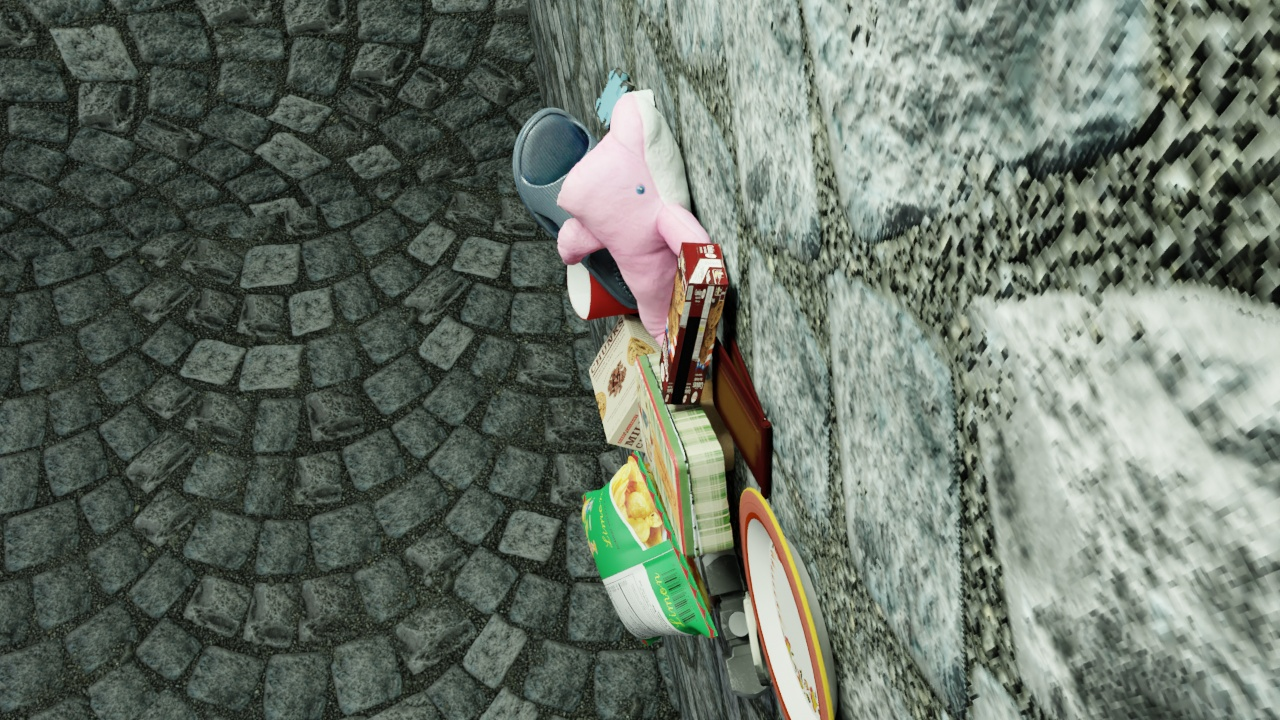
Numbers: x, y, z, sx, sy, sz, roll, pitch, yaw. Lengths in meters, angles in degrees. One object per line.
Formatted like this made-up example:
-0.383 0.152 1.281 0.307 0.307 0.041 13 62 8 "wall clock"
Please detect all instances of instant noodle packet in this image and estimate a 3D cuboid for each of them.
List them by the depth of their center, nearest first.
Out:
0.001 0.216 1.009 0.195 0.090 0.253 66 158 11 "instant noodle packet"

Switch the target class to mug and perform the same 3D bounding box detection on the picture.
-0.028 -0.111 1.088 0.080 0.096 0.117 -128 35 -50 "mug"

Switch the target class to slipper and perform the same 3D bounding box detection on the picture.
-0.037 -0.143 0.964 0.082 0.101 0.263 35 167 50 "slipper"

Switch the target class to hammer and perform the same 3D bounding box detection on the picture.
0.097 0.289 1.077 0.322 0.043 0.156 97 161 -81 "hammer"

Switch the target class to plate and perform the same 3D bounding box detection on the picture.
0.120 0.212 0.725 0.230 0.021 0.230 167 91 -85 "plate"

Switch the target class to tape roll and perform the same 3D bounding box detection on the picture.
0.068 0.067 0.919 0.094 0.027 0.094 167 91 -85 "tape roll"

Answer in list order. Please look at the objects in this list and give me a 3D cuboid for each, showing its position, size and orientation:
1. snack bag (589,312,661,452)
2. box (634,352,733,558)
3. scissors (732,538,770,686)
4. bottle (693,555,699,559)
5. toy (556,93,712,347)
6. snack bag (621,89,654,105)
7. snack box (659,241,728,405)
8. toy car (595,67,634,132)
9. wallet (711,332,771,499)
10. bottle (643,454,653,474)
-0.007 0.007 1.128 0.095 0.069 0.206 -58 29 28 "snack bag"
0.036 0.082 0.870 0.205 0.050 0.118 -113 11 -59 "box"
0.100 0.224 0.850 0.132 0.013 0.170 -87 -19 -51 "scissors"
0.045 0.199 1.124 0.111 0.099 0.099 -15 -86 -54 "bottle"
-0.011 -0.111 0.845 0.186 0.128 0.266 -115 8 -52 "toy"
-0.007 -0.221 1.016 0.225 0.041 0.077 127 133 -84 "snack bag"
0.043 -0.028 0.777 0.141 0.031 0.050 99 169 -45 "snack box"
-0.024 -0.292 1.038 0.060 0.027 0.107 -62 21 22 "toy car"
0.085 0.045 0.766 0.115 0.018 0.092 -110 10 -45 "wallet"
0.035 0.092 1.146 0.063 0.063 0.108 89 -179 -65 "bottle"
